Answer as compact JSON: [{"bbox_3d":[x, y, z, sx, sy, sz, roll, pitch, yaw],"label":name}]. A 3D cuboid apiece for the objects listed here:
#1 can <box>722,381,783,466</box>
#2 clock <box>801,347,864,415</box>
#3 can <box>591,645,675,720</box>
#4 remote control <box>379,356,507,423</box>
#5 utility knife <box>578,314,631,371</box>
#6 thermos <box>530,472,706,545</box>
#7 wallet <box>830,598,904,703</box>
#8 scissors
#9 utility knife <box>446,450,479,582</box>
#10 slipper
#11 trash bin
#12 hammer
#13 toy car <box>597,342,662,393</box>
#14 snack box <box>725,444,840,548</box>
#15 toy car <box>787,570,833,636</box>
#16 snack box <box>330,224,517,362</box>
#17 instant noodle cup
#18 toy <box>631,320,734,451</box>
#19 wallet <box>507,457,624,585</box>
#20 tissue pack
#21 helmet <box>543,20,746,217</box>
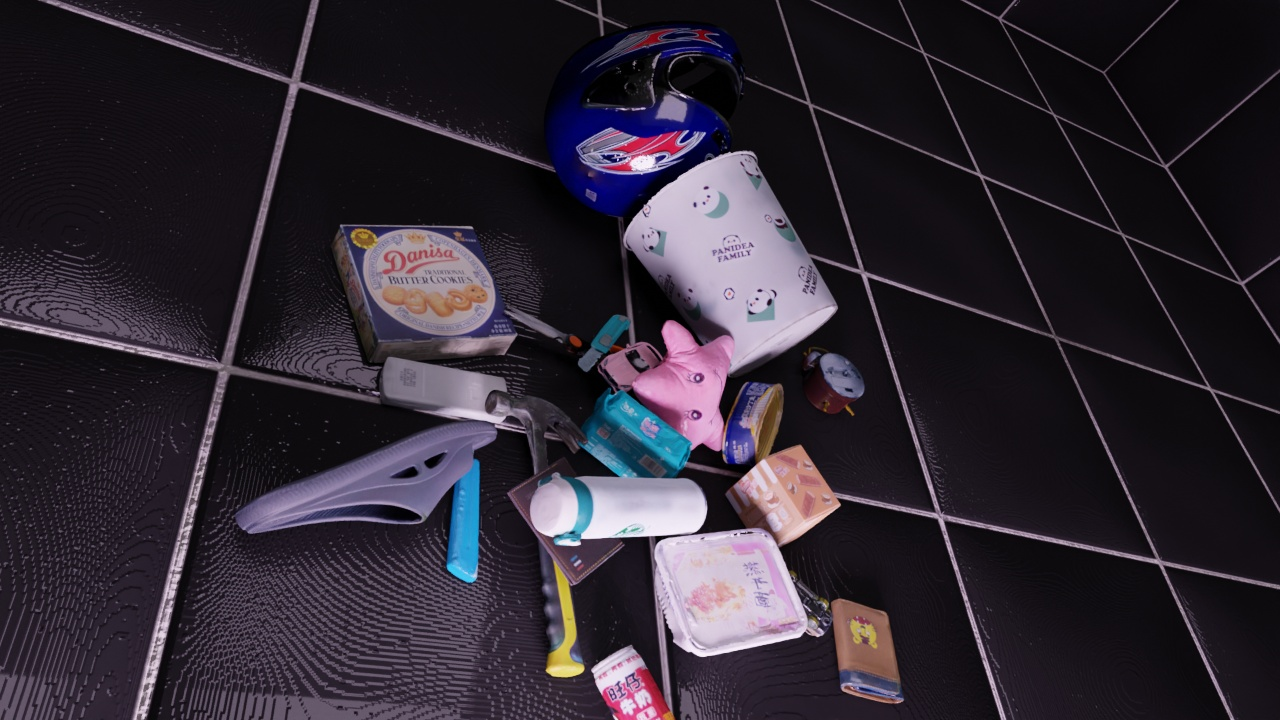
[{"bbox_3d":[0.153,0.084,1.236,0.049,0.075,0.147,5,35,21],"label":"can"},{"bbox_3d":[0.290,0.026,1.400,0.082,0.055,0.121,8,50,-28],"label":"clock"},{"bbox_3d":[0.003,0.360,0.927,0.053,0.053,0.132,-14,64,-41],"label":"can"},{"bbox_3d":[-0.228,0.036,1.069,0.150,0.021,0.058,12,52,-26],"label":"remote control"},{"bbox_3d":[-0.046,-0.026,1.200,0.029,0.013,0.222,31,24,1],"label":"utility knife"},{"bbox_3d":[-0.022,0.161,0.995,0.223,0.073,0.073,9,49,-47],"label":"thermos"},{"bbox_3d":[0.279,0.358,1.132,0.090,0.033,0.115,20,42,-17],"label":"wallet"},{"bbox_3d":[-0.078,-0.022,1.198,0.235,0.022,0.142,41,31,-6],"label":"scissors"},{"bbox_3d":[-0.190,0.148,1.002,0.034,0.018,0.193,25,43,-31],"label":"utility knife"},{"bbox_3d":[-0.260,0.134,0.918,0.267,0.111,0.083,-18,83,-37],"label":"slipper"},{"bbox_3d":[0.136,-0.128,1.315,0.228,0.230,0.252,-20,73,-42],"label":"trash bin"},{"bbox_3d":[-0.099,0.183,1.014,0.126,0.032,0.322,16,49,-37],"label":"hammer"},{"bbox_3d":[-0.007,0.007,1.190,0.056,0.037,0.122,49,32,10],"label":"toy car"},{"bbox_3d":[0.181,0.177,1.171,0.076,0.093,0.094,-14,64,-41],"label":"snack box"},{"bbox_3d":[0.192,0.296,1.121,0.090,0.035,0.042,43,42,5],"label":"toy car"},{"bbox_3d":[-0.266,-0.086,1.129,0.177,0.046,0.182,-5,59,-37],"label":"snack box"},{"bbox_3d":[0.094,0.271,1.058,0.173,0.061,0.138,1,54,-34],"label":"instant noodle cup"},{"bbox_3d":[0.052,0.049,1.171,0.178,0.075,0.194,9,87,-41],"label":"toy"},{"bbox_3d":[-0.080,0.173,1.000,0.122,0.020,0.096,54,36,7],"label":"wallet"},{"bbox_3d":[-0.009,0.099,1.111,0.133,0.093,0.050,38,47,-2],"label":"tissue pack"},{"bbox_3d":[0.018,-0.339,1.356,0.315,0.247,0.240,-15,68,3],"label":"helmet"}]
